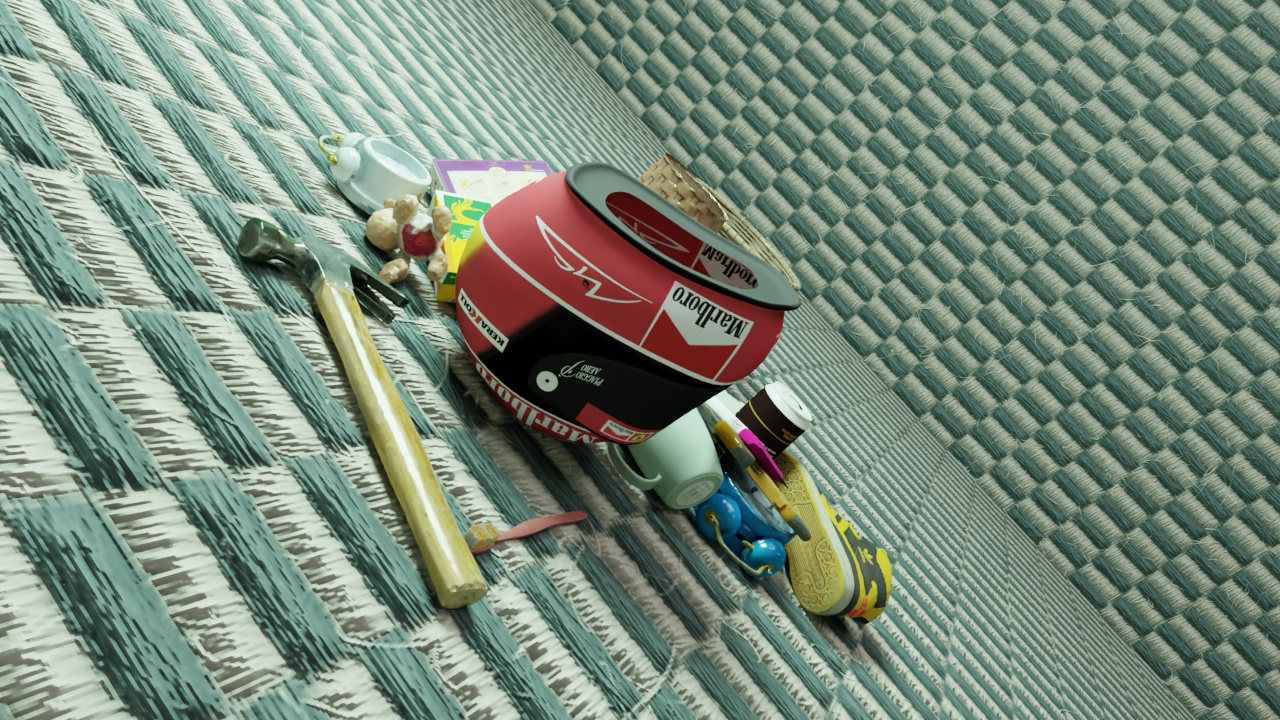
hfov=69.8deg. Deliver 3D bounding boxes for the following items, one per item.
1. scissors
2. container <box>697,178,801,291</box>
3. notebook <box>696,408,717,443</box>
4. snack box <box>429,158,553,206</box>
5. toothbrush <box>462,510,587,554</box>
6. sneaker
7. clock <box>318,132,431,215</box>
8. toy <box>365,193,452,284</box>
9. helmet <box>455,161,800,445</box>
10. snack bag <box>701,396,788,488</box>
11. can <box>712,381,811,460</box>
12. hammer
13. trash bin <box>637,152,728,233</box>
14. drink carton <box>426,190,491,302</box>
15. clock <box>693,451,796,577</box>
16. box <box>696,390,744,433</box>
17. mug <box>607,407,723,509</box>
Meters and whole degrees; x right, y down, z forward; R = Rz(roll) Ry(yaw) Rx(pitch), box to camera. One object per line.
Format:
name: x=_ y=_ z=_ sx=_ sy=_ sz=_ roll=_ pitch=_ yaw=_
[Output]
scissors: x=0.106 y=0.099 z=0.942 sx=0.226 sy=0.016 sz=0.225 roll=52 pitch=1 yaw=-8
container: x=0.089 y=-0.122 z=1.363 sx=0.227 sy=0.196 sz=0.226 roll=41 pitch=17 yaw=-16
notebook: x=-0.006 y=0.006 z=1.090 sx=0.169 sy=0.022 sz=0.210 roll=32 pitch=18 yaw=-38
snack box: x=-0.155 y=-0.174 z=1.048 sx=0.143 sy=0.041 sz=0.148 roll=-5 pitch=46 yaw=-26
toothbrush: x=-0.081 y=0.125 z=0.696 sx=0.015 sy=0.016 sz=0.184 roll=44 pitch=14 yaw=19
sneaker: x=0.215 y=0.206 z=1.084 sx=0.122 sy=0.086 sz=0.238 roll=27 pitch=28 yaw=-33
clock: x=-0.266 y=-0.185 z=0.911 sx=0.117 sy=0.057 sz=0.083 roll=29 pitch=22 yaw=-24
toy: x=-0.220 y=-0.123 z=0.848 sx=0.074 sy=0.085 sz=0.106 roll=-9 pitch=27 yaw=-33
helmet: x=-0.034 y=-0.034 z=0.806 sx=0.271 sy=0.225 sz=0.197 roll=33 pitch=24 yaw=0
snack bag: x=0.102 y=0.072 z=1.023 sx=0.070 sy=0.016 sz=0.196 roll=55 pitch=-5 yaw=-32
can: x=0.136 y=0.090 z=1.095 sx=0.072 sy=0.129 sz=0.071 roll=41 pitch=18 yaw=-16
hammer: x=-0.183 y=0.029 z=0.652 sx=0.132 sy=0.033 sz=0.330 roll=24 pitch=28 yaw=-54
trash bin: x=0.006 y=-0.151 z=1.213 sx=0.151 sy=0.210 sz=0.151 roll=41 pitch=17 yaw=-16
drink carton: x=-0.174 y=-0.109 z=0.908 sx=0.058 sy=0.041 sz=0.122 roll=6 pitch=47 yaw=-28
clock: x=0.108 y=0.166 z=0.976 sx=0.117 sy=0.060 sz=0.161 roll=44 pitch=18 yaw=-8
box: x=0.116 y=0.081 z=1.210 sx=0.199 sy=0.070 sz=0.085 roll=33 pitch=1 yaw=-39
mug: x=0.021 y=0.093 z=0.925 sx=0.111 sy=0.084 sz=0.104 roll=-3 pitch=50 yaw=-32
